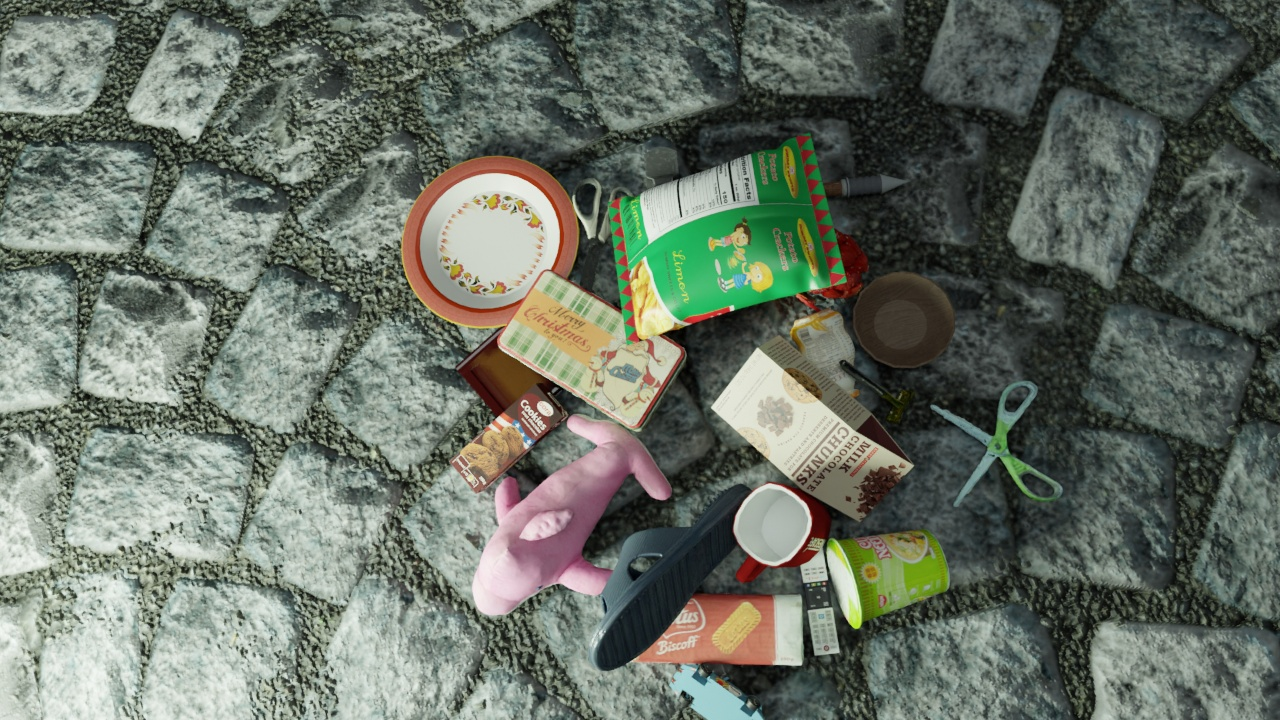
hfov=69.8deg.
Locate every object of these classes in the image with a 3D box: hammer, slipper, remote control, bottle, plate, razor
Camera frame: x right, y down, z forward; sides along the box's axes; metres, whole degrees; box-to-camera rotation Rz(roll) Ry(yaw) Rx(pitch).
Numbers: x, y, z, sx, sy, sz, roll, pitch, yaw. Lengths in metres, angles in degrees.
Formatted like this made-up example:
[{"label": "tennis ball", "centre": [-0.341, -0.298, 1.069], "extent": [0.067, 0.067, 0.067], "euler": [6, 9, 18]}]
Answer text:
[{"label": "hammer", "centre": [0.165, -0.204, 1.134], "extent": [0.322, 0.043, 0.156], "euler": [-5, 77, 3]}, {"label": "slipper", "centre": [0.022, 0.218, 1.003], "extent": [0.082, 0.101, 0.262], "euler": [29, 56, 34]}, {"label": "remote control", "centre": [0.200, 0.267, 1.036], "extent": [0.028, 0.012, 0.124], "euler": [-8, 77, 5]}, {"label": "bottle", "centre": [0.219, -0.004, 1.069], "extent": [0.063, 0.063, 0.108], "euler": [-21, 90, 1]}, {"label": "plate", "centre": [-0.191, -0.151, 1.169], "extent": [0.230, 0.021, 0.229], "euler": [-1, 77, 6]}, {"label": "razor", "centre": [0.266, 0.030, 1.050], "extent": [0.106, 0.026, 0.042], "euler": [34, 83, -22]}, {"label": "bottle", "centre": [0.204, -0.112, 1.080], "extent": [0.111, 0.099, 0.099], "euler": [14, 76, -33]}]

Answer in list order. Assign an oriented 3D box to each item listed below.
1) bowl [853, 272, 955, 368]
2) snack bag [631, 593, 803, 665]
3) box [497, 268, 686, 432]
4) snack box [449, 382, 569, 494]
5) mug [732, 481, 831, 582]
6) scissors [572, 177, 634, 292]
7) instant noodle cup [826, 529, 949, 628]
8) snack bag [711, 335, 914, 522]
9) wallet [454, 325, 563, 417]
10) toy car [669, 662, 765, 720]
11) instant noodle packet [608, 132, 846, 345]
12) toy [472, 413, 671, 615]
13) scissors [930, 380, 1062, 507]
[{"label": "bowl", "centre": [0.308, -0.045, 1.083], "extent": [0.118, 0.030, 0.117], "euler": [-1, 77, 6]}, {"label": "snack bag", "centre": [0.070, 0.300, 1.031], "extent": [0.225, 0.041, 0.077], "euler": [-1, 79, 5]}, {"label": "box", "centre": [-0.057, -0.012, 1.080], "extent": [0.205, 0.050, 0.117], "euler": [32, 82, 13]}, {"label": "snack box", "centre": [-0.155, 0.092, 1.089], "extent": [0.141, 0.031, 0.051], "euler": [-41, 84, 8]}, {"label": "mug", "centre": [0.148, 0.194, 1.008], "extent": [0.080, 0.096, 0.116], "euler": [38, 95, 25]}, {"label": "scissors", "centre": [-0.065, -0.154, 1.145], "extent": [0.132, 0.013, 0.169], "euler": [42, 74, 0]}, {"label": "instant noodle cup", "centre": [0.270, 0.229, 0.999], "extent": [0.108, 0.099, 0.099], "euler": [-14, 76, -4]}, {"label": "snack bag", "centre": [0.195, 0.079, 1.028], "extent": [0.206, 0.069, 0.095], "euler": [42, 119, 13]}, {"label": "wallet", "centre": [-0.161, 0.019, 1.132], "extent": [0.091, 0.018, 0.115], "euler": [-42, 74, -3]}, {"label": "toy car", "centre": [0.087, 0.371, 1.013], "extent": [0.108, 0.027, 0.060], "euler": [33, 117, 11]}, {"label": "instant noodle packet", "centre": [0.089, -0.137, 1.040], "extent": [0.253, 0.090, 0.195], "euler": [-16, 64, 18]}, {"label": "toy", "centre": [-0.094, 0.178, 1.033], "extent": [0.187, 0.128, 0.265], "euler": [39, 78, 17]}, {"label": "scissors", "centre": [0.408, 0.098, 1.050], "extent": [0.171, 0.021, 0.172], "euler": [36, 88, 10]}]
